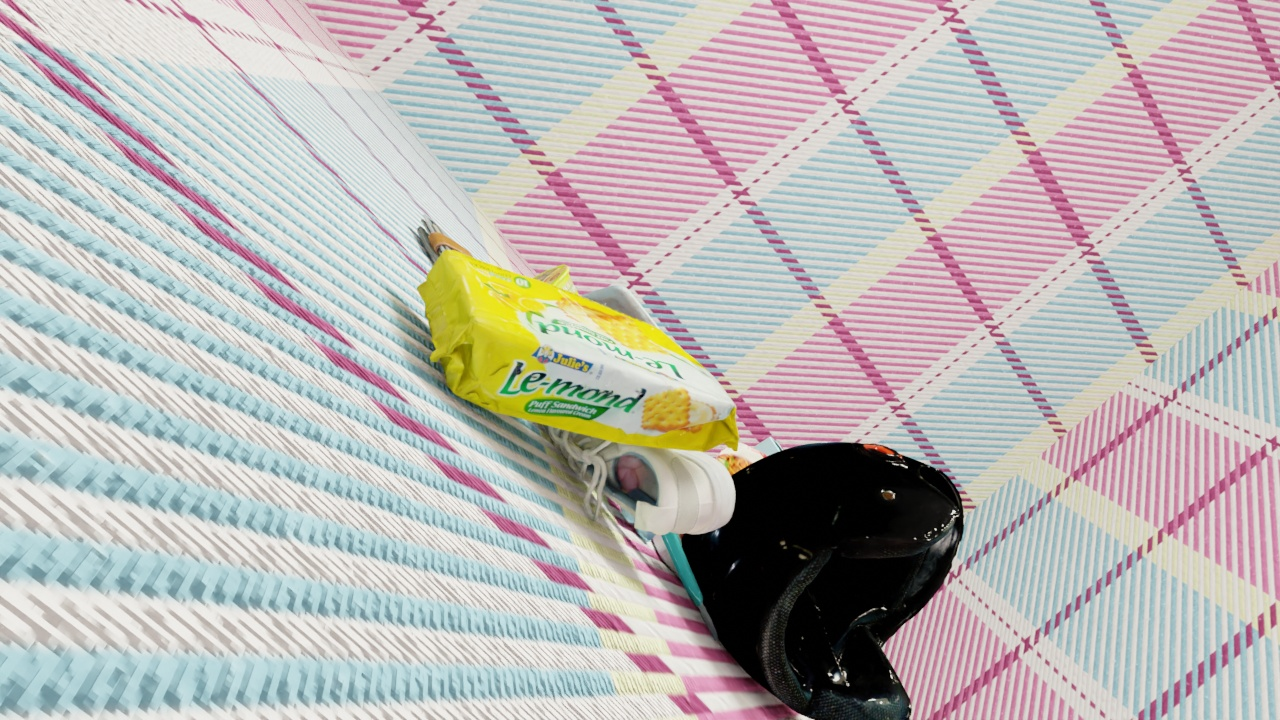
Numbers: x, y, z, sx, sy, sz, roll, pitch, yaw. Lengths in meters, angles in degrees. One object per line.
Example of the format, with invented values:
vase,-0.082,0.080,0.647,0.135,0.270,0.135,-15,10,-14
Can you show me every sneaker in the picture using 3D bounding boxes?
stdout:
sneaker,-0.035,0.079,0.771,0.090,0.090,0.242,-7,25,-39

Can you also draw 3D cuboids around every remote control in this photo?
remote control,0.030,0.189,0.958,0.056,0.020,0.136,51,0,-16

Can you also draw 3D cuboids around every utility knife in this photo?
utility knife,0.030,0.165,0.817,0.187,0.013,0.029,66,-21,1

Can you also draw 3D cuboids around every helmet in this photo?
helmet,0.178,0.188,0.857,0.230,0.274,0.234,28,-58,40

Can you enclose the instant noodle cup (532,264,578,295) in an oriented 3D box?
instant noodle cup,-0.108,-0.041,1.175,0.123,0.111,0.111,57,-1,-18

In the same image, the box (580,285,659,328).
box,-0.004,0.003,1.005,0.201,0.098,0.095,52,7,-40

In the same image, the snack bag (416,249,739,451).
snack bag,-0.052,0.000,0.702,0.246,0.068,0.158,18,17,-27

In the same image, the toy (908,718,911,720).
toy,0.239,0.389,0.865,0.227,0.090,0.246,40,5,-47

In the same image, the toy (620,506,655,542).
toy,0.003,0.082,0.879,0.161,0.050,0.156,53,40,-50

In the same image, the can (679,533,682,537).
can,0.054,0.186,1.134,0.134,0.053,0.053,51,1,35

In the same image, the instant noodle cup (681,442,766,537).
instant noodle cup,0.110,0.195,1.048,0.193,0.066,0.193,22,59,-43

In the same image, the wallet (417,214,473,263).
wallet,-0.204,-0.106,1.050,0.106,0.037,0.129,50,0,-45

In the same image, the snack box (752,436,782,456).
snack box,0.126,0.176,1.258,0.051,0.175,0.074,57,3,22
